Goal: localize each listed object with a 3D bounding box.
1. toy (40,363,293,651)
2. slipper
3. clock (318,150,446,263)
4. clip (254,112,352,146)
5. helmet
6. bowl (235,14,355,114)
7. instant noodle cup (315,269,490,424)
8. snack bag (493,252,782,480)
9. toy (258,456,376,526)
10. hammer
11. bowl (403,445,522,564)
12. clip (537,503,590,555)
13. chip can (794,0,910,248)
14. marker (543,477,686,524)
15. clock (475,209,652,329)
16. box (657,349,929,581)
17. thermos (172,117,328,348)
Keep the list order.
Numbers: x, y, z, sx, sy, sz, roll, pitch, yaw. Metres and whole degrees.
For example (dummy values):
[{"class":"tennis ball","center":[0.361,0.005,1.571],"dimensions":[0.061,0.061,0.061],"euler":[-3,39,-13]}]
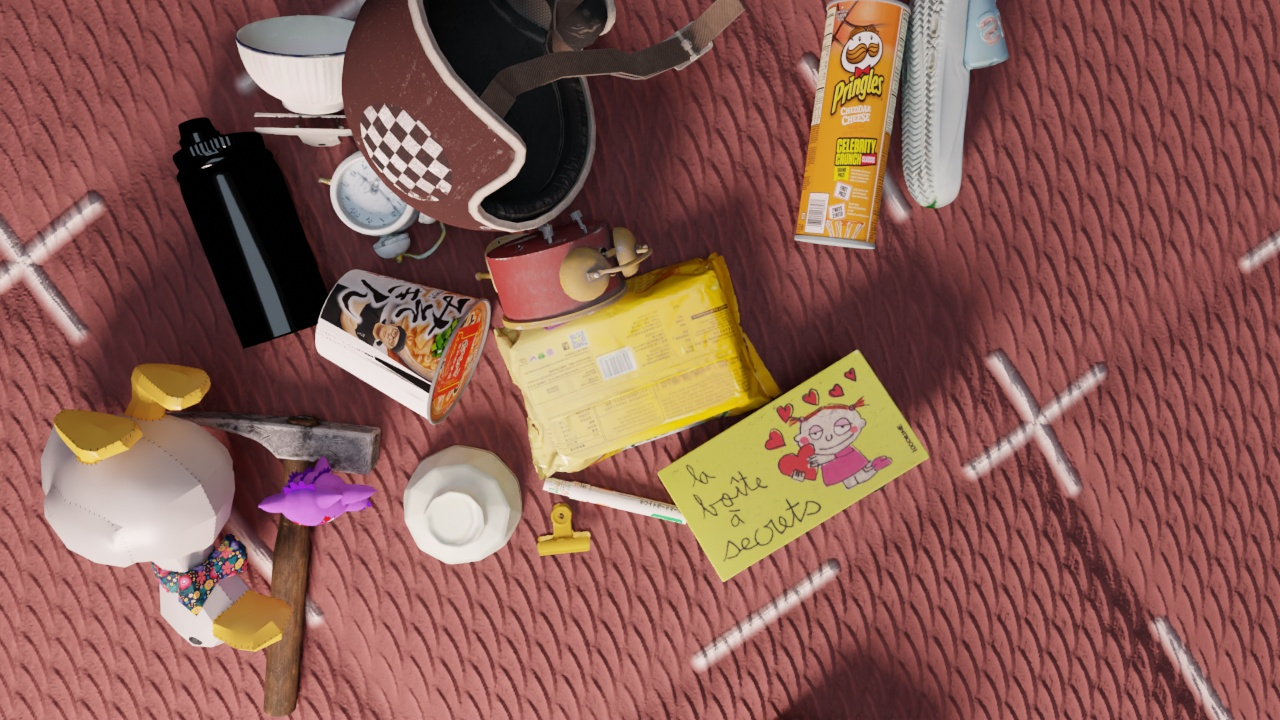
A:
[{"class":"toy","center":[-0.421,0.134,0.798],"dimensions":[0.247,0.140,0.268],"euler":[18,126,16]},{"class":"slipper","center":[0.287,-0.263,0.838],"dimensions":[0.074,0.104,0.245],"euler":[-1,103,-5]},{"class":"clock","center":[-0.232,-0.145,0.846],"dimensions":[0.117,0.057,0.083],"euler":[43,93,-14]},{"class":"clip","center":[-0.292,-0.206,0.835],"dimensions":[0.101,0.056,0.046],"euler":[0,92,-10]},{"class":"helmet","center":[-0.112,-0.229,0.748],"dimensions":[0.234,0.254,0.232],"euler":[36,57,-18]},{"class":"bowl","center":[-0.289,-0.257,0.810],"dimensions":[0.118,0.118,0.062],"euler":[3,125,-3]},{"class":"instant noodle cup","center":[-0.219,-0.021,0.837],"dimensions":[0.122,0.123,0.123],"euler":[22,95,4]},{"class":"snack bag","center":[-0.005,0.005,0.869],"dimensions":[0.247,0.068,0.159],"euler":[-20,96,-1]},{"class":"toy","center":[-0.291,0.119,0.821],"dimensions":[0.106,0.088,0.056],"euler":[-7,92,-2]},{"class":"hammer","center":[-0.378,0.197,0.890],"dimensions":[0.217,0.037,0.300],"euler":[7,97,-4]},{"class":"bowl","center":[-0.174,0.144,0.881],"dimensions":[0.117,0.061,0.117],"euler":[0,97,-2]},{"class":"clip","center":[-0.077,0.167,0.911],"dimensions":[0.054,0.044,0.049],"euler":[-6,61,-1]},{"class":"chip can","center":[0.195,-0.215,0.848],"dimensions":[0.075,0.075,0.215],"euler":[7,97,-4]},{"class":"marker","center":[-0.024,0.138,0.909],"dimensions":[0.145,0.017,0.017],"euler":[14,96,-5]},{"class":"clock","center":[-0.064,-0.088,0.812],"dimensions":[0.159,0.116,0.081],"euler":[-2,112,35]},{"class":"box","center":[0.140,0.100,0.864],"dimensions":[0.221,0.082,0.124],"euler":[-29,79,1]},{"class":"thermos","center":[-0.352,-0.118,0.827],"dimensions":[0.086,0.086,0.198],"euler":[-19,97,-1]}]
